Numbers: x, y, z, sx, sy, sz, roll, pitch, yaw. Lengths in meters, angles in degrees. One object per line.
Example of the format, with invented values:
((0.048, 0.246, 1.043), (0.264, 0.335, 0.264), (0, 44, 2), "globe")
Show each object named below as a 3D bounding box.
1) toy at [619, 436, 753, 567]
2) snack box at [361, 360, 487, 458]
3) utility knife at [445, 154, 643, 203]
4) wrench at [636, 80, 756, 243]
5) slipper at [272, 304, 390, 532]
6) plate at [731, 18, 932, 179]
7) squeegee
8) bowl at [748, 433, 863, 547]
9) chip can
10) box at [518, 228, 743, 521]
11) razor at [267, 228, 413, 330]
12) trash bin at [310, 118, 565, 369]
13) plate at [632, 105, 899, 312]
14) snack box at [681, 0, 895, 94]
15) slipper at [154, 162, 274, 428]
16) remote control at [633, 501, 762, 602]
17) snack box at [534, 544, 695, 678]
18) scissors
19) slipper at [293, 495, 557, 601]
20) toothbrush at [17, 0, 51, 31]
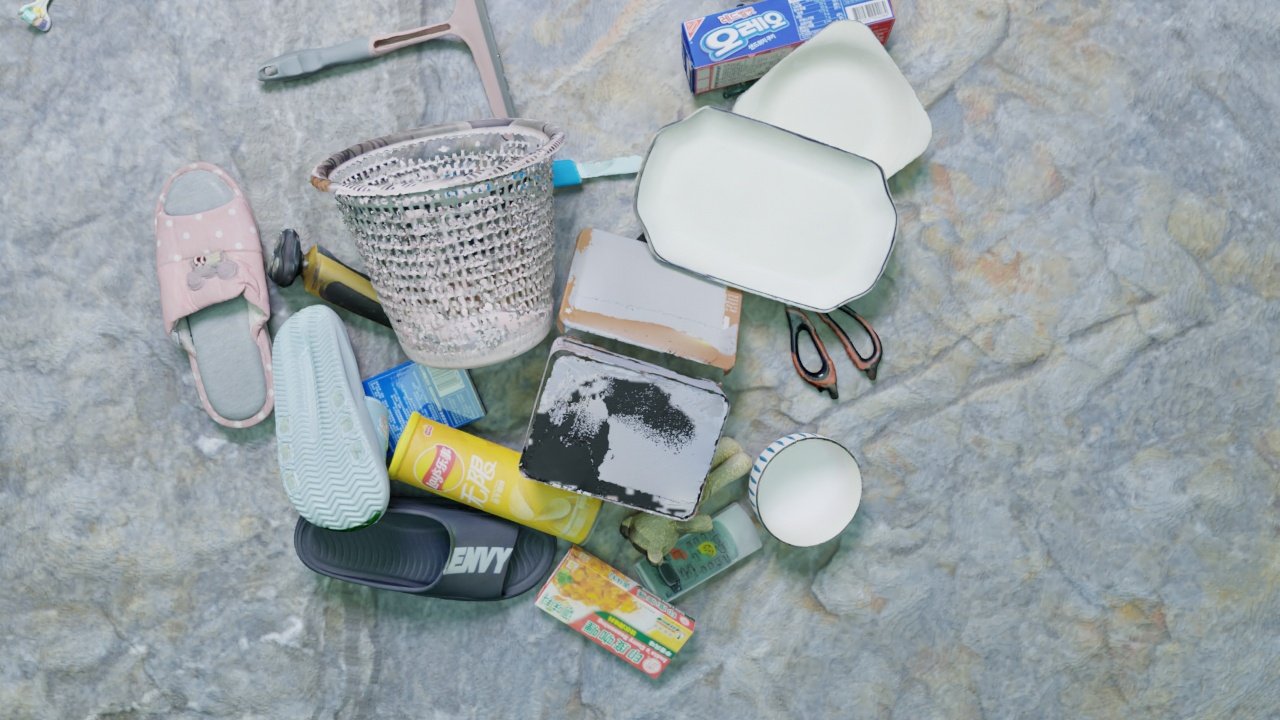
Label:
((0.051, 0.144, 0.960), (0.157, 0.066, 0.105), (-43, 52, -6), "toy")
((-0.249, 0.049, 0.963), (0.157, 0.026, 0.084), (-23, 95, 1), "snack box")
((-0.098, -0.191, 0.949), (0.216, 0.018, 0.034), (-7, 94, 1), "utility knife")
((0.047, -0.171, 0.956), (0.056, 0.016, 0.273), (35, 93, 0), "wrench")
((-0.303, 0.057, 0.908), (0.104, 0.074, 0.245), (-27, 65, 13), "slipper")
((0.190, -0.239, 0.924), (0.164, 0.034, 0.163), (-35, 109, 20), "plate")
((-0.267, -0.318, 0.925), (0.250, 0.040, 0.248), (-12, 112, 5), "squeegee")
((0.164, 0.128, 0.954), (0.116, 0.066, 0.116), (-2, 100, -12), "bowl")
((-0.145, 0.122, 0.934), (0.213, 0.072, 0.072), (23, 94, -12), "chip can")
((-0.003, 0.006, 0.884), (0.179, 0.125, 0.273), (16, 76, -6), "box")
((-0.300, -0.071, 0.937), (0.167, 0.067, 0.062), (28, 118, -10), "razor")
((-0.169, -0.106, 0.862), (0.227, 0.227, 0.192), (-8, 117, -1), "trash bin")
((0.124, -0.150, 0.920), (0.265, 0.034, 0.162), (17, 99, -4), "plate")
((0.143, -0.326, 0.918), (0.207, 0.058, 0.057), (-15, 79, 0), "snack box")
((-0.432, -0.064, 0.932), (0.114, 0.054, 0.274), (-9, 94, 3), "slipper")
((0.063, 0.208, 0.988), (0.135, 0.019, 0.056), (-30, 95, 1), "remote control")
((-0.027, 0.267, 0.977), (0.156, 0.027, 0.077), (32, 112, -4), "snack box")
((0.160, -0.053, 0.969), (0.205, 0.015, 0.196), (9, 95, -2), "scissors")
((-0.217, 0.199, 0.937), (0.268, 0.083, 0.111), (8, 96, -13), "slipper")
((-0.562, -0.418, 0.920), (0.020, 0.029, 0.189), (34, 93, 37), "toothbrush")
